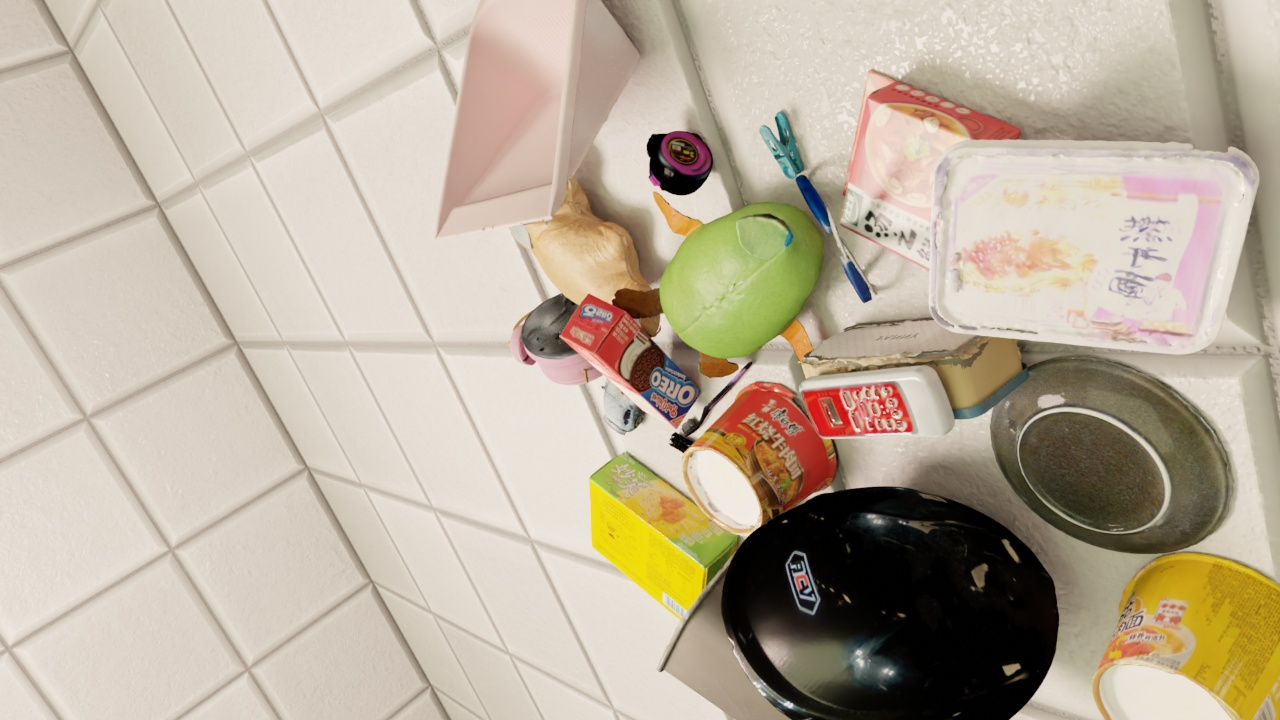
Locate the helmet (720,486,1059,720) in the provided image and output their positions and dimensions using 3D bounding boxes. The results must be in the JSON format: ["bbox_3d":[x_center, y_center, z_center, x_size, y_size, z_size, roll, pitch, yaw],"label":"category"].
[{"bbox_3d":[0.214,0.221,0.798,0.231,0.274,0.233,-47,37,37],"label":"helmet"}]

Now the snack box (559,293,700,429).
[{"bbox_3d":[-0.006,0.006,0.984,0.058,0.057,0.207,27,169,35],"label":"snack box"}]

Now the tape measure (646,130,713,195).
[{"bbox_3d":[0.036,-0.181,0.848,0.039,0.057,0.057,-53,51,58],"label":"tape measure"}]

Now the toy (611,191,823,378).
[{"bbox_3d":[0.084,-0.067,0.856,0.227,0.089,0.247,43,145,-6],"label":"toy"}]

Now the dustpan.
[{"bbox_3d":[-0.125,-0.260,0.856,0.223,0.272,0.139,-1,143,50],"label":"dustpan"}]

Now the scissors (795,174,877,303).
[{"bbox_3d":[0.159,-0.093,0.731,0.162,0.012,0.175,50,-165,-47],"label":"scissors"}]

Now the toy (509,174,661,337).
[{"bbox_3d":[-0.053,-0.109,1.008,0.226,0.082,0.144,48,157,7],"label":"toy"}]

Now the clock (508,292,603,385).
[{"bbox_3d":[-0.091,-0.031,1.097,0.159,0.117,0.060,24,148,37],"label":"clock"}]

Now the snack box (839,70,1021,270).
[{"bbox_3d":[0.201,-0.138,0.684,0.127,0.044,0.113,34,142,30],"label":"snack box"}]

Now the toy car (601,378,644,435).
[{"bbox_3d":[-0.022,0.041,1.143,0.054,0.036,0.121,37,140,27],"label":"toy car"}]

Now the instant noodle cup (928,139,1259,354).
[{"bbox_3d":[0.278,-0.082,0.583,0.174,0.060,0.138,6,127,22],"label":"instant noodle cup"}]

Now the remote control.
[{"bbox_3d":[0.182,0.035,0.722,0.136,0.020,0.056,-8,109,56],"label":"remote control"}]

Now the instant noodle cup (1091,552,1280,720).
[{"bbox_3d":[0.412,0.231,0.680,0.138,0.109,0.138,34,143,30],"label":"instant noodle cup"}]

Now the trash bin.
[{"bbox_3d":[0.168,0.314,1.012,0.220,0.198,0.199,35,145,16],"label":"trash bin"}]

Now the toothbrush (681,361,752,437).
[{"bbox_3d":[0.083,0.044,1.029,0.016,0.014,0.189,60,149,16],"label":"toothbrush"}]

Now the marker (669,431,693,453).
[{"bbox_3d":[0.087,0.118,1.085,0.132,0.020,0.022,26,137,39],"label":"marker"}]

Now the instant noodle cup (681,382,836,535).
[{"bbox_3d":[0.116,0.109,0.955,0.138,0.108,0.138,33,142,31],"label":"instant noodle cup"}]

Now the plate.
[{"bbox_3d":[0.350,0.080,0.705,0.179,0.024,0.180,33,142,31],"label":"plate"}]

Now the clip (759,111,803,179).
[{"bbox_3d":[0.121,-0.180,0.774,0.013,0.038,0.055,4,131,52],"label":"clip"}]

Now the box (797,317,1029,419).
[{"bbox_3d":[0.221,0.005,0.745,0.185,0.089,0.059,1,116,56],"label":"box"}]

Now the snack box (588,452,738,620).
[{"bbox_3d":[0.026,0.242,1.226,0.210,0.069,0.158,34,142,31],"label":"snack box"}]
